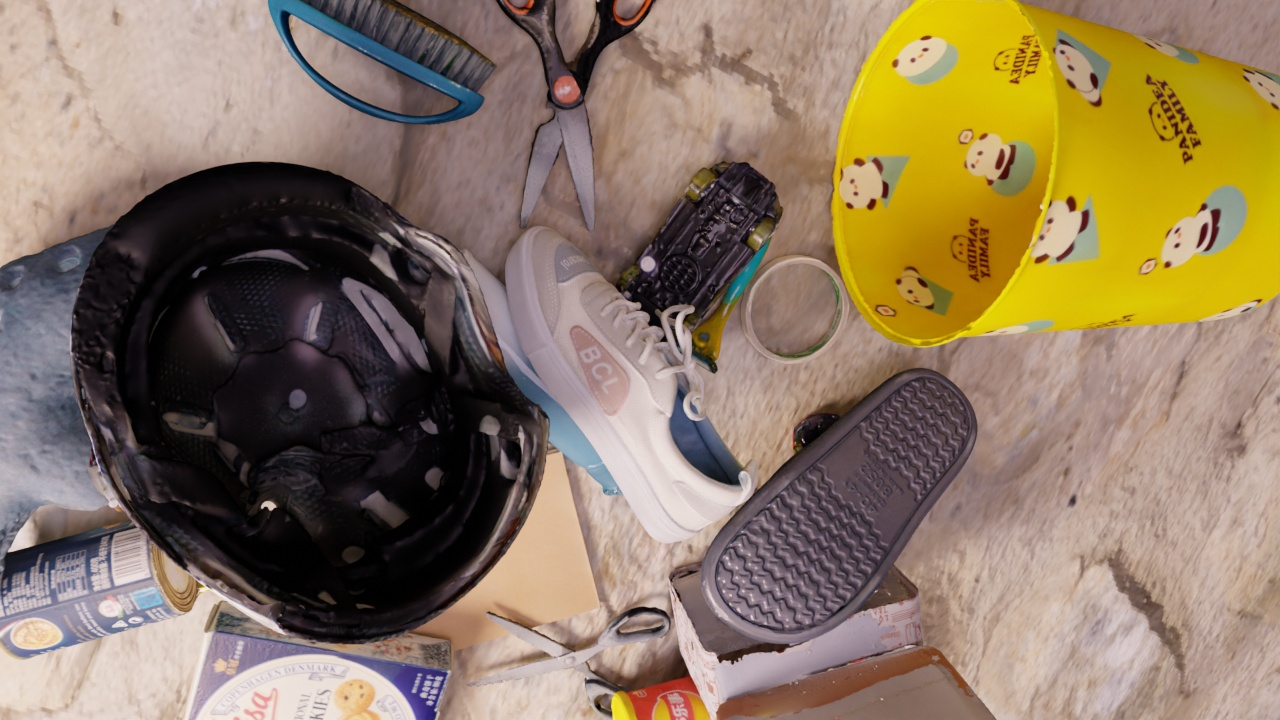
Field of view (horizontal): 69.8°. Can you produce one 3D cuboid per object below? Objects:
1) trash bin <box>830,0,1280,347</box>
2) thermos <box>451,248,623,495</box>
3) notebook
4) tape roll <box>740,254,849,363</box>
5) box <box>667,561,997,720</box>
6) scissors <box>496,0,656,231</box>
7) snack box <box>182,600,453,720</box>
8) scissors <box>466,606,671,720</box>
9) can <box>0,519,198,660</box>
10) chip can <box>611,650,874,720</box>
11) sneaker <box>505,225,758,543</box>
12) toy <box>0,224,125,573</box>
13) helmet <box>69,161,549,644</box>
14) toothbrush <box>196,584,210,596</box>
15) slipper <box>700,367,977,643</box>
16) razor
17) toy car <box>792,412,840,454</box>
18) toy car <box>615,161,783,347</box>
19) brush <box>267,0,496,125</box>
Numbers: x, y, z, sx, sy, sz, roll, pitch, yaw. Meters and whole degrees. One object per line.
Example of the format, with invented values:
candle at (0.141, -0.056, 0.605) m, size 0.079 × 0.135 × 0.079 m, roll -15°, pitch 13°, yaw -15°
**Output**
trash bin at (0.301, -0.121, 0.634) m, size 0.255 × 0.229 × 0.230 m, roll 1°, pitch 106°, yaw -18°
thermos at (-0.069, 0.014, 0.672) m, size 0.070 × 0.070 × 0.220 m, roll -45°, pitch 111°, yaw 3°
notebook at (-0.148, 0.164, 0.726) m, size 0.211 × 0.012 × 0.149 m, roll -15°, pitch 110°, yaw -8°
tape roll at (0.121, -0.040, 0.722) m, size 0.085 × 0.014 × 0.086 m, roll -4°, pitch 107°, yaw -12°
box at (0.136, 0.232, 0.676) m, size 0.177 × 0.260 × 0.082 m, roll -13°, pitch 109°, yaw -8°
scissors at (-0.040, -0.208, 0.631) m, size 0.204 × 0.021 × 0.224 m, roll -30°, pitch 110°, yaw -3°
snack box at (-0.259, 0.287, 0.716) m, size 0.182 × 0.045 × 0.178 m, roll 16°, pitch 107°, yaw -17°
scissors at (-0.053, 0.247, 0.766) m, size 0.159 × 0.014 × 0.181 m, roll -41°, pitch 115°, yaw 3°
can at (-0.377, 0.155, 0.639) m, size 0.111 × 0.075 × 0.075 m, roll -15°, pitch 109°, yaw -8°
chip can at (0.088, 0.291, 0.775) m, size 0.216 × 0.073 × 0.073 m, roll -9°, pitch 108°, yaw -14°
sneaker at (-0.004, 0.004, 0.623) m, size 0.091 × 0.089 × 0.242 m, roll -33°, pitch 87°, yaw 32°
toy at (-0.362, 0.009, 0.583) m, size 0.138 × 0.091 × 0.356 m, roll 37°, pitch 83°, yaw -18°
helmet at (-0.198, 0.032, 0.555) m, size 0.229 × 0.157 × 0.274 m, roll -43°, pitch 101°, yaw -29°
toothbrush at (-0.265, 0.155, 0.682) m, size 0.190 × 0.016 × 0.016 m, roll -16°, pitch 112°, yaw 0°
slipper at (0.153, 0.113, 0.709) m, size 0.267 × 0.083 × 0.110 m, roll -40°, pitch 85°, yaw -21°
razor at (0.070, -0.057, 0.698) m, size 0.043 × 0.028 × 0.133 m, roll 31°, pitch 100°, yaw 26°
toy car at (0.160, 0.094, 0.761) m, size 0.049 × 0.031 × 0.106 m, roll -22°, pitch 97°, yaw -4°
toy car at (0.038, -0.074, 0.673) m, size 0.070 × 0.042 × 0.158 m, roll 41°, pitch 101°, yaw 5°
brush at (-0.169, -0.195, 0.589) m, size 0.143 × 0.055 × 0.073 m, roll 25°, pitch 98°, yaw -19°
